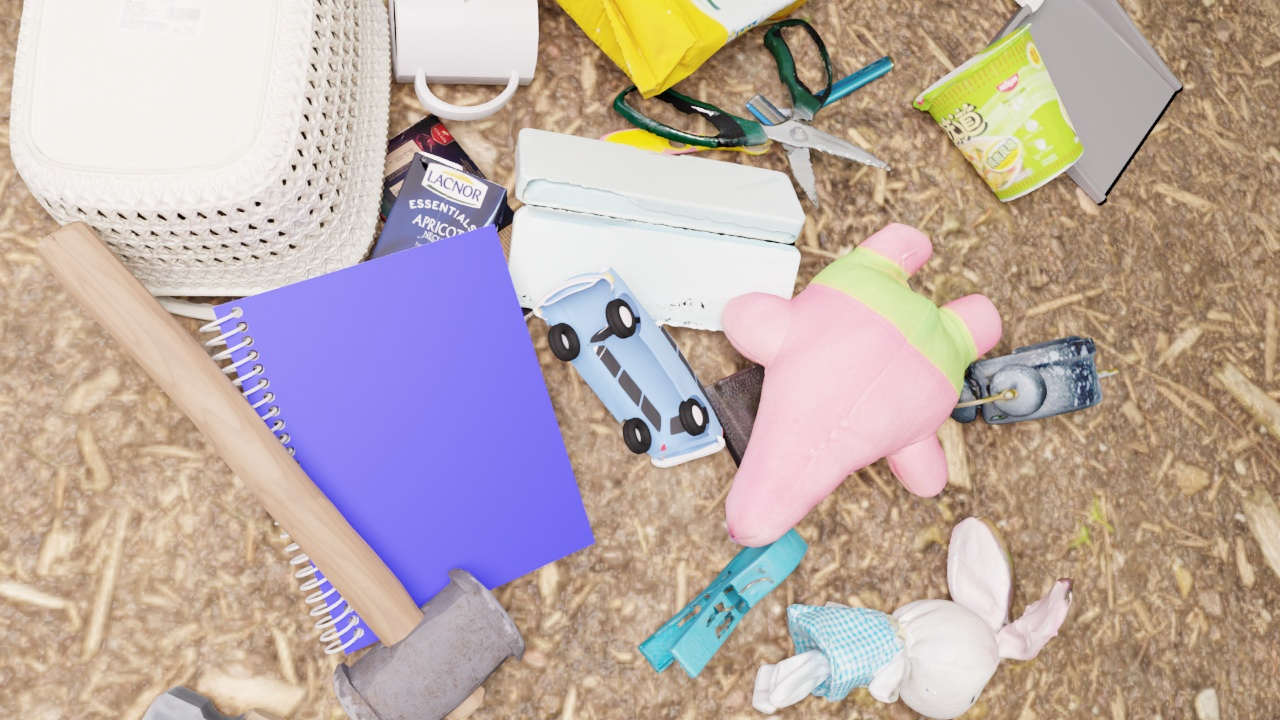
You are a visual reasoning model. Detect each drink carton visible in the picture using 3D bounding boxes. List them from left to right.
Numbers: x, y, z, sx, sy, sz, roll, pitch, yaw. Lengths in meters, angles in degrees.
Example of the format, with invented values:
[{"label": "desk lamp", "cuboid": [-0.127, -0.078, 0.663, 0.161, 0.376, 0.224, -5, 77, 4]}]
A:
[{"label": "drink carton", "cuboid": [-0.132, -0.057, 0.572, 0.064, 0.040, 0.130, 21, 86, -8]}]

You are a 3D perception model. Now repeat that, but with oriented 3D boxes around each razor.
[{"label": "razor", "cuboid": [0.146, -0.209, 0.719, 0.143, 0.022, 0.042, -30, 67, -25]}]

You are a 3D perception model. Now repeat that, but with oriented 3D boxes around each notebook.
[{"label": "notebook", "cuboid": [-0.135, 0.045, 0.539, 0.171, 0.022, 0.209, -21, 102, -21]}]

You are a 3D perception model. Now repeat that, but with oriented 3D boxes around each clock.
[{"label": "clock", "cuboid": [0.274, 0.017, 0.663, 0.129, 0.090, 0.052, -10, 85, -22]}]

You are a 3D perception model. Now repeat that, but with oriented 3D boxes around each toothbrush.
[{"label": "toothbrush", "cuboid": [0.035, -0.160, 0.675, 0.135, 0.016, 0.021, -3, 82, -17]}]

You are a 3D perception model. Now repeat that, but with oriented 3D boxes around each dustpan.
[{"label": "dustpan", "cuboid": [0.349, -0.278, 0.786, 0.257, 0.033, 0.162, 42, 69, -3]}]

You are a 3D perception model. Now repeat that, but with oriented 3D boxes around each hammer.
[{"label": "hammer", "cuboid": [-0.267, 0.333, 0.453, 0.117, 0.051, 0.322, 29, 73, -8]}, {"label": "hammer", "cuboid": [-0.187, 0.067, 0.483, 0.098, 0.052, 0.328, -39, 105, -18]}]

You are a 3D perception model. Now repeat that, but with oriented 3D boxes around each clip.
[{"label": "clip", "cuboid": [0.061, 0.146, 0.569, 0.126, 0.114, 0.028, -38, 92, -34]}]

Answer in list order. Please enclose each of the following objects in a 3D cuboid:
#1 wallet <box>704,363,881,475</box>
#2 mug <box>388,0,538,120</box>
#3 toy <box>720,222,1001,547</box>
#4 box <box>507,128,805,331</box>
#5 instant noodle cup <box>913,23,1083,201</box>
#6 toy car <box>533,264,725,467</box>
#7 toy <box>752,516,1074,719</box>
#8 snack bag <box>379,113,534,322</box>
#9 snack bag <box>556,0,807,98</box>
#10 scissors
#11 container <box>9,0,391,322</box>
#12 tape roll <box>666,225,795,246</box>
[{"label": "wallet", "cuboid": [0.110, 0.044, 0.642, 0.119, 0.031, 0.099, -23, 83, -26]}, {"label": "mug", "cuboid": [-0.118, -0.210, 0.612, 0.089, 0.074, 0.105, -4, 78, -17]}, {"label": "toy", "cuboid": [0.131, 0.025, 0.594, 0.192, 0.097, 0.236, 42, 74, -5]}, {"label": "box", "cuboid": [0.010, -0.087, 0.622, 0.197, 0.075, 0.125, 7, 94, -14]}, {"label": "instant noodle cup", "cuboid": [0.287, -0.189, 0.720, 0.098, 0.099, 0.108, -39, 97, -21]}, {"label": "toy car", "cuboid": [-0.003, 0.003, 0.579, 0.153, 0.056, 0.054, 54, 31, -27]}, {"label": "toy", "cuboid": [0.171, 0.195, 0.592, 0.205, 0.131, 0.106, -19, 103, -8]}, {"label": "snack bag", "cuboid": [-0.120, -0.088, 0.611, 0.074, 0.018, 0.155, -39, 90, -19]}, {"label": "snack bag", "cuboid": [0.020, -0.282, 0.642, 0.159, 0.068, 0.246, 49, 47, -3]}, {"label": "scissors", "cuboid": [0.095, -0.198, 0.680, 0.202, 0.015, 0.203, 20, 56, 4]}, {"label": "container", "cuboid": [-0.246, -0.160, 0.526, 0.184, 0.143, 0.246, -1, 76, -4]}, {"label": "tape roll", "cuboid": [0.066, -0.093, 0.668, 0.093, 0.016, 0.091, 29, 71, -8]}]
